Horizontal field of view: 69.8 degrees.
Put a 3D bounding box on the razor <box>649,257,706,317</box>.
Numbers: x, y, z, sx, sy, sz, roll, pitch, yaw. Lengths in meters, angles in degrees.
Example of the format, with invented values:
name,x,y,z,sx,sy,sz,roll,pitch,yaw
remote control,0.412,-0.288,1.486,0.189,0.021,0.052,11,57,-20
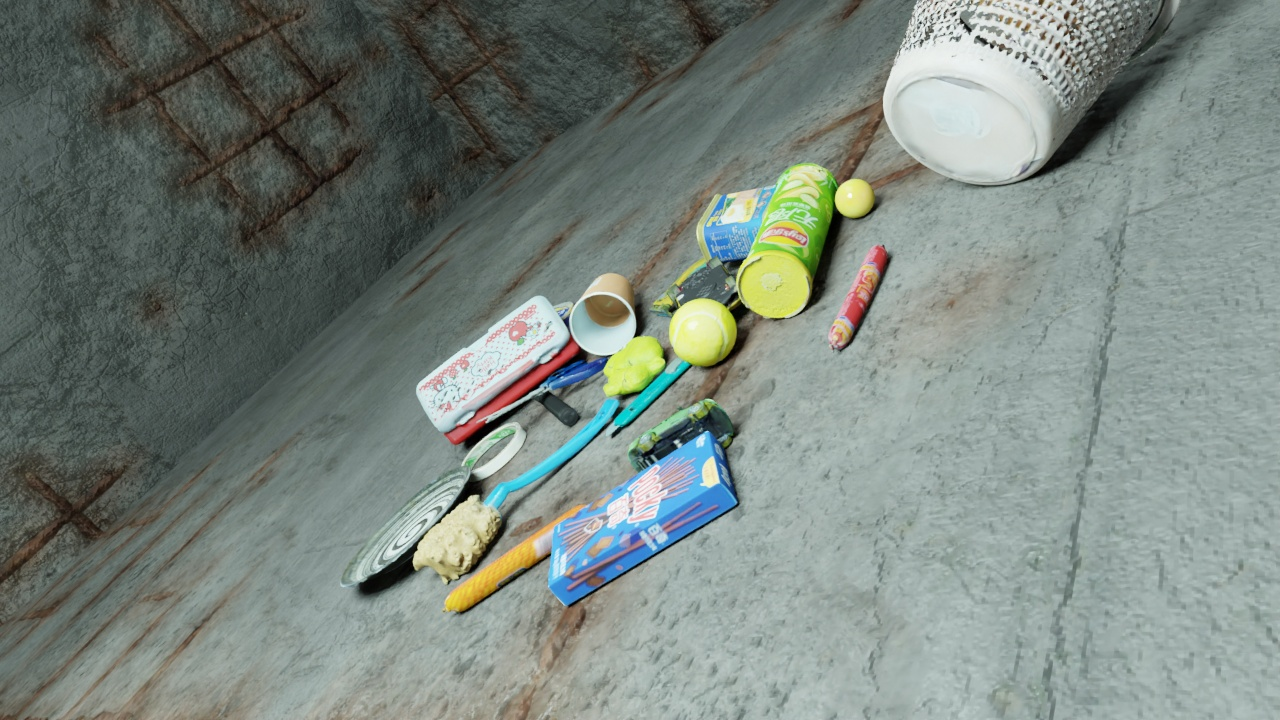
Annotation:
name,x,y,z,sx,sy,sz,roll,pitch,yaw
razor,0.067,-0.099,1.094,0.132,0.028,0.043,-40,16,-14

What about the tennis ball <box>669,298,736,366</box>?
name,x,y,z,sx,sy,sz,roll,pitch,yaw
tennis ball,0.060,-0.027,0.882,0.065,0.065,0.065,-32,20,13

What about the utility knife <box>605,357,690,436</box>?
name,x,y,z,sx,sy,sz,roll,pitch,yaw
utility knife,0.023,0.020,0.917,0.164,0.013,0.029,-43,19,-16

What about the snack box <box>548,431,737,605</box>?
name,x,y,z,sx,sy,sz,roll,pitch,yaw
snack box,-0.001,0.121,0.714,0.157,0.026,0.084,-33,20,11

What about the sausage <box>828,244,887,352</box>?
name,x,y,z,sx,sy,sz,roll,pitch,yaw
sausage,0.191,-0.057,0.798,0.020,0.020,0.155,-18,28,43

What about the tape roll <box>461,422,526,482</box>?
name,x,y,z,sx,sy,sz,roll,pitch,yaw
tape roll,-0.169,0.104,1.052,0.086,0.014,0.085,-32,20,13

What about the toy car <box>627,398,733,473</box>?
name,x,y,z,sx,sy,sz,roll,pitch,yaw
toy car,0.033,0.064,0.758,0.091,0.043,0.036,-30,20,18

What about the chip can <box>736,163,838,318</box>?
name,x,y,z,sx,sy,sz,roll,pitch,yaw
chip can,0.155,-0.129,0.938,0.073,0.072,0.220,-24,24,33

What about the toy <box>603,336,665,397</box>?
name,x,y,z,sx,sy,sz,roll,pitch,yaw
toy,-0.006,0.006,0.970,0.097,0.031,0.099,-17,26,38

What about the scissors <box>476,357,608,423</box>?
name,x,y,z,sx,sy,sz,roll,pitch,yaw
scissors,-0.115,0.033,1.059,0.171,0.012,0.141,-22,11,-2

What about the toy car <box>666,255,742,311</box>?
name,x,y,z,sx,sy,sz,roll,pitch,yaw
toy car,0.072,-0.068,0.986,0.071,0.041,0.155,-35,18,6

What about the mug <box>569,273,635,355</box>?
name,x,y,z,sx,sy,sz,roll,pitch,yaw
mug,-0.041,-0.064,1.128,0.078,0.078,0.122,-32,16,14

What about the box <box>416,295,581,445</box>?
name,x,y,z,sx,sy,sz,roll,pitch,yaw
box,-0.177,0.008,1.128,0.201,0.098,0.095,-37,2,1

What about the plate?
name,x,y,z,sx,sy,sz,roll,pitch,yaw
plate,-0.243,0.180,0.978,0.179,0.024,0.179,-37,14,11

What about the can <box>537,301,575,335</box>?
name,x,y,z,sx,sy,sz,roll,pitch,yaw
can,-0.127,-0.031,1.231,0.148,0.049,0.074,-16,28,45

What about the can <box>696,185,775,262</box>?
name,x,y,z,sx,sy,sz,roll,pitch,yaw
can,0.122,-0.157,1.059,0.083,0.057,0.101,-6,34,30

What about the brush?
name,x,y,z,sx,sy,sz,roll,pitch,yaw
brush,-0.115,0.122,0.899,0.254,0.046,0.083,-40,16,-19

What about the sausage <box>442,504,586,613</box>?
name,x,y,z,sx,sy,sz,roll,pitch,yaw
sausage,-0.104,0.170,0.786,0.165,0.021,0.021,-34,20,7

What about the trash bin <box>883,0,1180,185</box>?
name,x,y,z,sx,sy,sz,roll,pitch,yaw
trash bin,0.322,-0.273,0.809,0.191,0.227,0.228,-57,25,-17

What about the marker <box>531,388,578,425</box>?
name,x,y,z,sx,sy,sz,roll,pitch,yaw
marker,-0.099,0.050,1.043,0.132,0.022,0.020,-155,76,-68

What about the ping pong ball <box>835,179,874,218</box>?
name,x,y,z,sx,sy,sz,roll,pitch,yaw
ping pong ball,0.224,-0.169,0.957,0.040,0.040,0.040,-32,20,13
